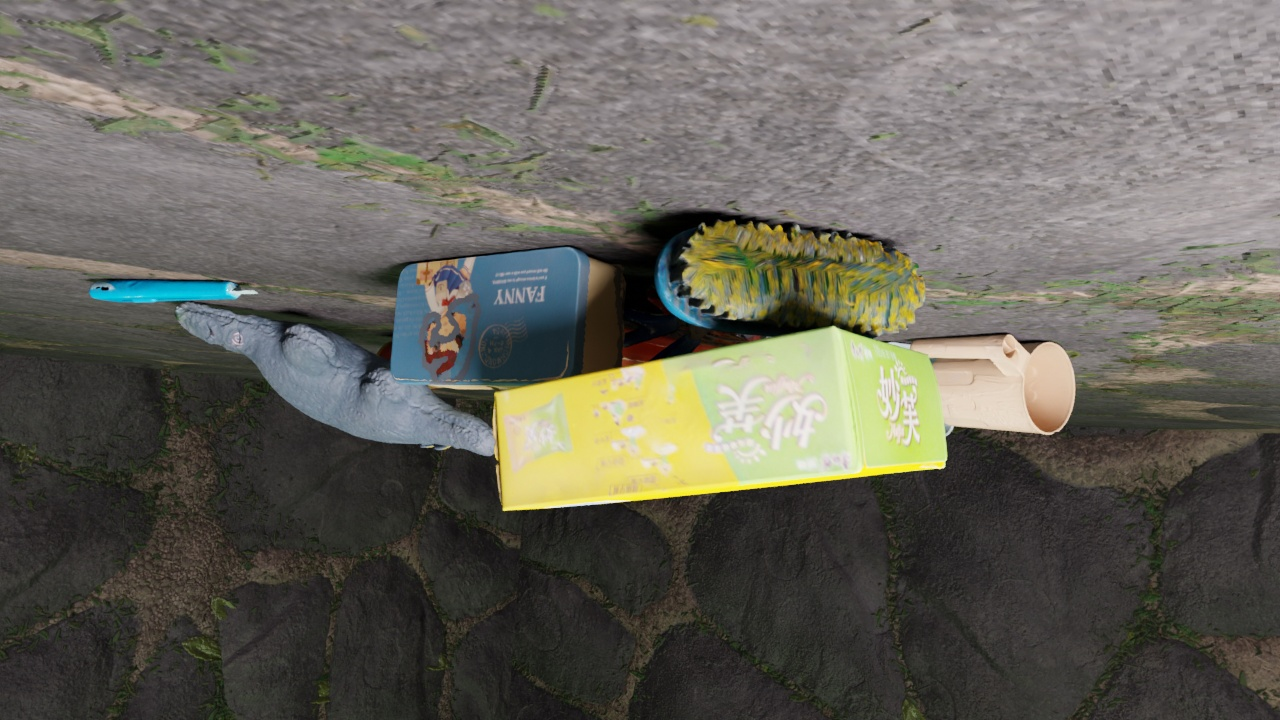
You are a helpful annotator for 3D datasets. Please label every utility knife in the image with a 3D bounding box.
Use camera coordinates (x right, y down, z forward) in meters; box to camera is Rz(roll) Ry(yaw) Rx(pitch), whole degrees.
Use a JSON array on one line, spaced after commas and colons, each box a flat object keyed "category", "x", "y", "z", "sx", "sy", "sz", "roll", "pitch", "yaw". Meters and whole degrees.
[{"category": "utility knife", "x": -0.401, "y": -0.060, "z": 0.797, "sx": 0.166, "sy": 0.018, "sz": 0.034, "roll": 1, "pitch": 174, "yaw": 17}]

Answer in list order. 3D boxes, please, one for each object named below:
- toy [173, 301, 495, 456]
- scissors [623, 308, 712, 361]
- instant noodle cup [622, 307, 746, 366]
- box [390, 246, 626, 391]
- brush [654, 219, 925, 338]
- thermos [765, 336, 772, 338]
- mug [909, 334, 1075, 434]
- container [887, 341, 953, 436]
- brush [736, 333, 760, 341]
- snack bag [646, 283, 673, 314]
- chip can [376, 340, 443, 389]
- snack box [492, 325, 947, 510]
[{"category": "toy", "x": -0.312, "y": 0.024, "z": 0.970, "sx": 0.356, "sy": 0.091, "sz": 0.138, "roll": 24, "pitch": 165, "yaw": -2}, {"category": "scissors", "x": 0.037, "y": -0.016, "z": 0.597, "sx": 0.169, "sy": 0.012, "sz": 0.147, "roll": 3, "pitch": 137, "yaw": 15}, {"category": "instant noodle cup", "x": 0.014, "y": 0.001, "z": 0.730, "sx": 0.164, "sy": 0.079, "sz": 0.189, "roll": 11, "pitch": -175, "yaw": -8}, {"category": "box", "x": -0.084, "y": -0.023, "z": 0.602, "sx": 0.185, "sy": 0.089, "sz": 0.059, "roll": -4, "pitch": 172, "yaw": 38}, {"category": "brush", "x": 0.073, "y": -0.038, "z": 0.480, "sx": 0.143, "sy": 0.055, "sz": 0.074, "roll": 4, "pitch": 173, "yaw": -20}, {"category": "thermos", "x": 0.153, "y": 0.008, "z": 0.812, "sx": 0.093, "sy": 0.093, "sz": 0.143, "roll": 2, "pitch": 167, "yaw": 22}, {"category": "mug", "x": 0.325, "y": 0.016, "z": 0.858, "sx": 0.124, "sy": 0.084, "sz": 0.104, "roll": 35, "pitch": 160, "yaw": -29}, {"category": "container", "x": 0.259, "y": 0.031, "z": 0.959, "sx": 0.090, "sy": 0.090, "sz": 0.111, "roll": 5, "pitch": 177, "yaw": -16}, {"category": "brush", "x": 0.055, "y": 0.000, "z": 0.895, "sx": 0.146, "sy": 0.063, "sz": 0.069, "roll": 0, "pitch": 161, "yaw": 46}, {"category": "snack bag", "x": 0.049, "y": -0.039, "z": 0.663, "sx": 0.045, "sy": 0.026, "sz": 0.105, "roll": -2, "pitch": 173, "yaw": 39}, {"category": "chip can", "x": -0.257, "y": 0.002, "z": 1.088, "sx": 0.073, "sy": 0.073, "sz": 0.217, "roll": 6, "pitch": 174, "yaw": -28}, {"category": "snack box", "x": 0.046, "y": 0.039, "z": 0.518, "sx": 0.210, "sy": 0.070, "sz": 0.157, "roll": -12, "pitch": 169, "yaw": 31}]
